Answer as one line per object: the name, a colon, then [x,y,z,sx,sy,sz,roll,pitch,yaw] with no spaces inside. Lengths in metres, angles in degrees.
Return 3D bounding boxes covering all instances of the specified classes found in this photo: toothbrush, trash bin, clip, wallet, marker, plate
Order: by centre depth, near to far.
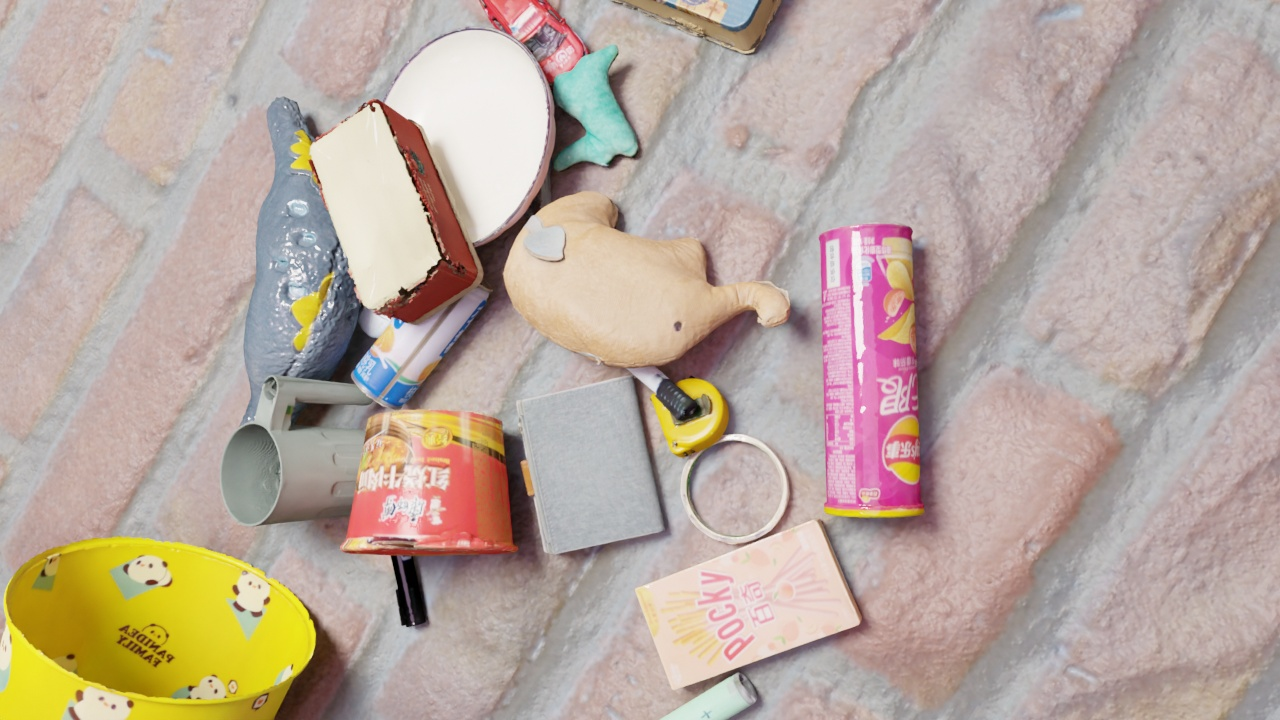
toothbrush: [-0.006,0.314,0.728,0.225,0.026,0.027,-35,100,10]
marker: [-0.004,0.004,0.737,0.131,0.018,0.022,39,95,33]
wallet: [-0.044,0.086,0.752,0.106,0.037,0.129,-12,83,4]
trash bin: [-0.424,0.313,0.754,0.230,0.229,0.255,26,99,16]
plate: [-0.147,-0.185,0.786,0.193,0.039,0.192,-3,84,29]
clip: [-0.086,-0.149,0.787,0.029,0.024,0.057,9,92,20]
marker: [-0.211,0.165,0.801,0.022,0.020,0.132,-17,82,24]

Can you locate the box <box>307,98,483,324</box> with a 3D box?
box: [-0.205,-0.120,0.740,0.091,0.076,0.168,-30,72,15]

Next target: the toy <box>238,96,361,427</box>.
toy: [-0.303,-0.060,0.802,0.138,0.091,0.356,5,86,35]

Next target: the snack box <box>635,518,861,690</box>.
snack box: [0.082,0.189,0.713,0.157,0.026,0.084,-24,80,12]

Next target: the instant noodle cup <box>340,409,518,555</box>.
instant noodle cup: [-0.167,0.101,0.741,0.138,0.138,0.108,-5,75,15]

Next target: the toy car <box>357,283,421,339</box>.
toy car: [-0.217,-0.059,0.813,0.043,0.034,0.090,37,98,12]

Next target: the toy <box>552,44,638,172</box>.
toy: [-0.041,-0.203,0.768,0.096,0.030,0.092,-29,96,9]

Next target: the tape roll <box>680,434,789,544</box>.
tape roll: [0.074,0.101,0.728,0.086,0.014,0.085,-1,86,16]

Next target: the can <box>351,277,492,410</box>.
can: [-0.187,-0.024,0.790,0.053,0.053,0.135,42,97,15]

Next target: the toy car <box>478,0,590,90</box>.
toy car: [-0.093,-0.285,0.790,0.053,0.045,0.120,-42,79,10]

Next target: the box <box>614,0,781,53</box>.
box: [0.029,-0.327,0.751,0.184,0.059,0.090,26,92,14]

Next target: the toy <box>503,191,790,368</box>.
toy: [0.000,-0.051,0.719,0.226,0.082,0.143,26,71,16]

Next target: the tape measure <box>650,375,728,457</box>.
tape measure: [0.040,0.042,0.727,0.057,0.029,0.060,-26,61,12]

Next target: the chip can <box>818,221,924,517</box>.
chip can: [0.170,0.008,0.679,0.071,0.071,0.210,-2,85,15]

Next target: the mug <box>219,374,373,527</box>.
mug: [-0.278,0.076,0.771,0.084,0.103,0.124,20,96,34]
